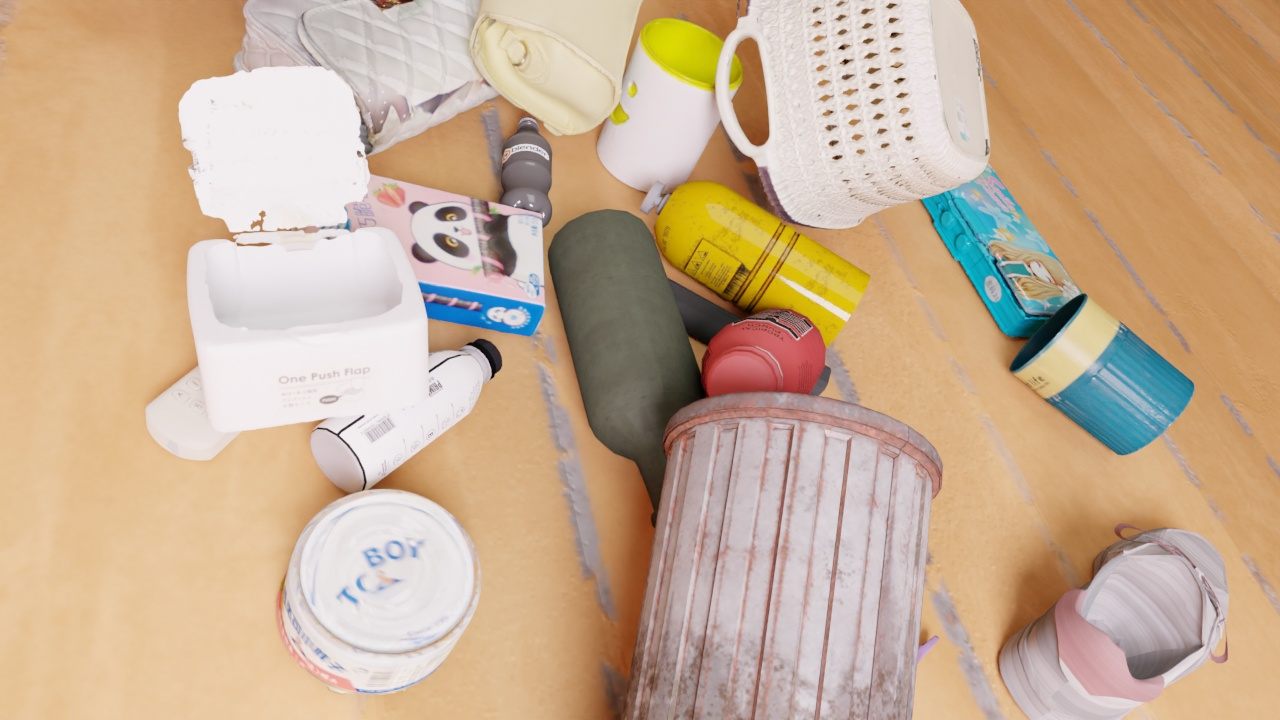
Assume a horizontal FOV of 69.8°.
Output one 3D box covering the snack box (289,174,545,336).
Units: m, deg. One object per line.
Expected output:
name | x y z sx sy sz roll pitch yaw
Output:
snack box | -0.137 -0.069 0.571 0.154 0.033 0.087 10 47 -19

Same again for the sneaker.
sneaker | 0.325 0.151 0.573 0.235 0.090 0.099 -18 62 -37

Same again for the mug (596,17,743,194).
mug | 0.021 -0.194 0.708 0.082 0.106 0.082 14 47 -16

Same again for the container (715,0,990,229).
container | 0.174 -0.199 0.700 0.251 0.143 0.185 -12 96 -59

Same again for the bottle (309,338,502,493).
bottle | -0.119 0.023 0.493 0.041 0.041 0.115 40 45 10

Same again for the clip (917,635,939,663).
clip | 0.150 0.166 0.527 0.033 0.013 0.051 45 49 17

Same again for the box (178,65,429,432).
box | -0.174 -0.054 0.468 0.111 0.101 0.189 -9 63 -25

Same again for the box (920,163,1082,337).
box | 0.323 -0.117 0.843 0.094 0.040 0.226 1 52 -27

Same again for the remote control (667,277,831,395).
remote control | 0.065 -0.019 0.642 0.147 0.015 0.033 29 45 -2

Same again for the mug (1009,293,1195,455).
mug | 0.366 0.009 0.734 0.107 0.083 0.113 39 17 8

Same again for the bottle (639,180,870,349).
bottle | 0.075 -0.075 0.658 0.164 0.071 0.070 32 45 2

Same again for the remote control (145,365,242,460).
remote control | -0.203 0.003 0.484 0.038 0.018 0.125 32 44 2

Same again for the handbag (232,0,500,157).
handbag | -0.177 -0.226 0.658 0.139 0.073 0.194 38 45 6

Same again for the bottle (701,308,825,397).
bottle | 0.072 0.004 0.537 0.062 0.062 0.176 39 14 8

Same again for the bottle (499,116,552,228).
bottle | -0.081 -0.136 0.654 0.036 0.036 0.109 11 48 -18

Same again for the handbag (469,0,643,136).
handbag | -0.061 -0.244 0.664 0.111 0.081 0.119 27 57 -27

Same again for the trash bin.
trash bin | 0.059 0.120 0.401 0.130 0.131 0.210 19 63 -12

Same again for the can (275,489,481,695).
can | -0.119 0.105 0.421 0.086 0.043 0.086 16 46 -17

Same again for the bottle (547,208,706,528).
bottle | -0.003 0.003 0.549 0.071 0.072 0.206 2 51 -26
